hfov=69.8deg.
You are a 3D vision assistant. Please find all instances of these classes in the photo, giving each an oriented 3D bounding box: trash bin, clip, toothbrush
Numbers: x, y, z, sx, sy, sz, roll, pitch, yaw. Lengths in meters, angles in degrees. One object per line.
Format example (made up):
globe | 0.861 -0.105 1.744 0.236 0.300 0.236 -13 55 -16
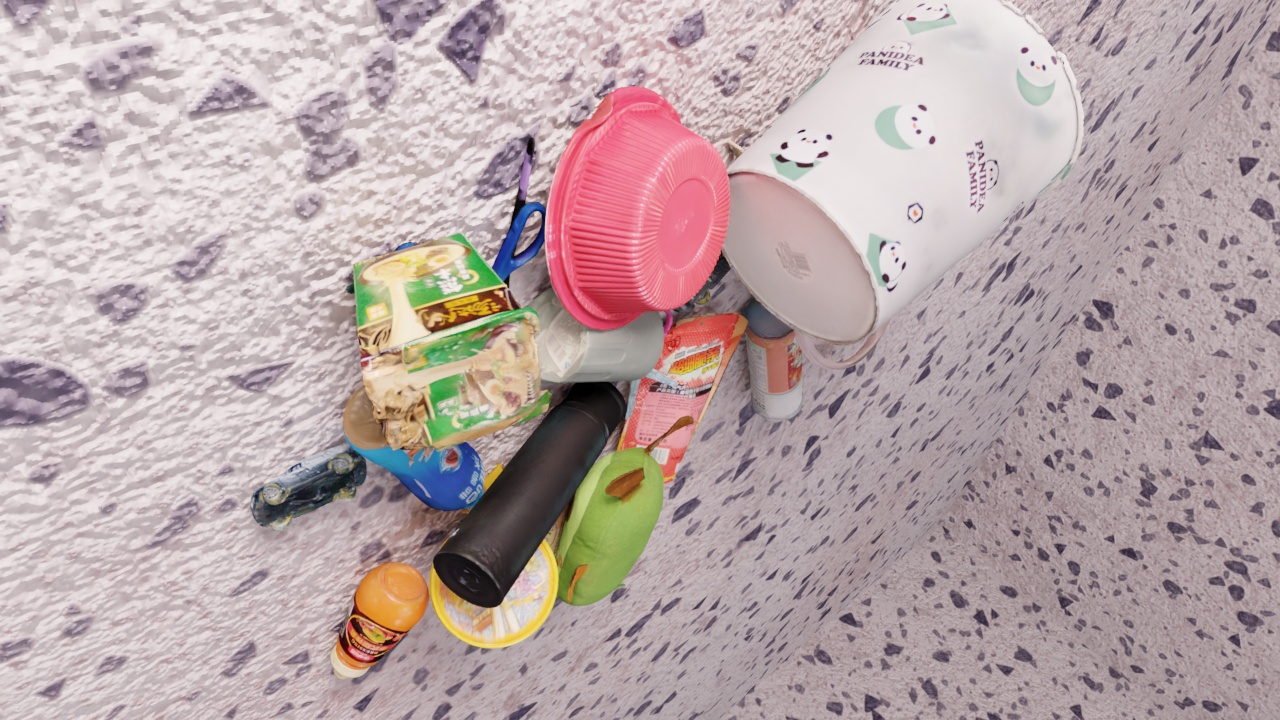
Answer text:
trash bin | 0.210 -0.161 0.805 0.251 0.229 0.230 -42 153 -18
clip | 0.099 -0.171 0.869 0.099 0.034 0.070 15 115 -51
toothbrush | -0.102 -0.087 0.708 0.016 0.014 0.189 -11 137 -32

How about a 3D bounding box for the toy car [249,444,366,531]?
toy car | -0.255 0.096 0.704 0.090 0.034 0.043 -27 149 -31

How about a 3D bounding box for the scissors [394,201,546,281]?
scissors | -0.126 -0.054 0.699 0.162 0.012 0.176 13 122 -52

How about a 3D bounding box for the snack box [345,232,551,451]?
snack box | -0.134 -0.019 0.621 0.117 0.105 0.118 -18 146 -14

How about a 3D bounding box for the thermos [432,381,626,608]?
thermos | -0.092 0.118 0.843 0.241 0.068 0.090 -53 164 -44

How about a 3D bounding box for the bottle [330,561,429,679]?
bottle | -0.262 0.261 0.892 0.066 0.066 0.150 -4 137 -53

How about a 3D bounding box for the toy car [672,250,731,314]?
toy car | 0.066 -0.100 0.896 0.120 0.045 0.053 -44 155 5

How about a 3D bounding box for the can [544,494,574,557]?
can | -0.100 0.161 0.986 0.058 0.058 0.117 -25 145 -37

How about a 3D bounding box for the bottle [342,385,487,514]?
bottle | -0.175 0.087 0.775 0.065 0.065 0.219 -42 153 -11

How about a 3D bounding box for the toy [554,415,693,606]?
toy | -0.031 0.164 0.933 0.247 0.090 0.226 -65 172 31

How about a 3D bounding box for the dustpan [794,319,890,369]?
dustpan | 0.233 -0.134 0.992 0.221 0.139 0.274 -24 145 -37

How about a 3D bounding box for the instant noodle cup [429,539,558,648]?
instant noodle cup | -0.150 0.212 0.894 0.118 0.118 0.115 -37 -176 -20

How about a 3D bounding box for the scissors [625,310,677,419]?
scissors | -0.007 0.006 0.931 0.133 0.017 0.134 -7 124 -33

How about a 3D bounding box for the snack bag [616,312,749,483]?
snack bag | 0.037 0.040 1.027 0.128 0.073 0.208 -6 128 -34

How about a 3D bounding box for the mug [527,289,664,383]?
mug | -0.056 -0.012 0.815 0.124 0.083 0.103 -34 162 32

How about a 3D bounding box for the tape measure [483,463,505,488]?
tape measure | -0.142 0.137 0.928 0.060 0.029 0.057 -47 154 0

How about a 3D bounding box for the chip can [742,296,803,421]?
chip can | 0.168 -0.001 1.147 0.071 0.071 0.215 -41 152 -13

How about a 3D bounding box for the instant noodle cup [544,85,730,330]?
instant noodle cup | 0.011 -0.111 0.716 0.193 0.066 0.194 -30 129 -45
